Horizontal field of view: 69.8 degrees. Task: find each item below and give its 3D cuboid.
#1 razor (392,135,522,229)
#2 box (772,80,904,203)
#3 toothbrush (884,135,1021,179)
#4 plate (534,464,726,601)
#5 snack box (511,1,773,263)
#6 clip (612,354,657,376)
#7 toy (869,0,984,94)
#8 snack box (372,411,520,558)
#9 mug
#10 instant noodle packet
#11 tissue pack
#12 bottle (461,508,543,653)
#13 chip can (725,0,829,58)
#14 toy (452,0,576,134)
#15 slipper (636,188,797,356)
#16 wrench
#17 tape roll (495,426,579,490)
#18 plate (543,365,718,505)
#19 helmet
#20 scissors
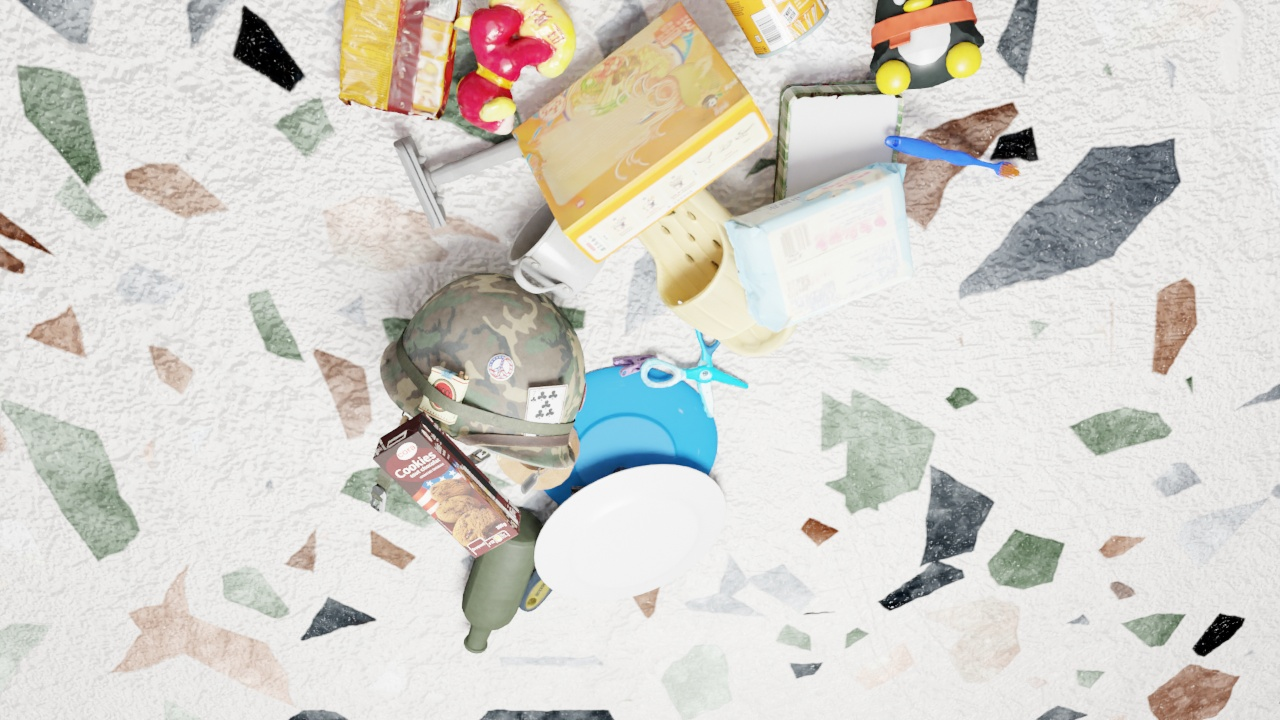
[{"bbox_3d":[-0.165,-0.188,0.884,0.116,0.047,0.088,-21,120,-2],"label":"razor"},{"bbox_3d":[0.192,-0.174,0.920,0.117,0.050,0.206,-3,120,-1],"label":"box"},{"bbox_3d":[0.310,-0.200,0.903,0.182,0.018,0.016,4,114,-30],"label":"toothbrush"},{"bbox_3d":[-0.007,0.218,1.106,0.242,0.016,0.243,-11,132,-13],"label":"plate"},{"bbox_3d":[0.001,-0.201,0.827,0.195,0.145,0.080,-35,147,11],"label":"snack box"},{"bbox_3d":[-0.010,0.002,1.022,0.050,0.046,0.014,-33,134,-39],"label":"clip"},{"bbox_3d":[0.253,-0.304,0.825,0.098,0.099,0.119,-9,98,21],"label":"toy"},{"bbox_3d":[-0.172,0.114,0.830,0.051,0.031,0.141,-30,118,15],"label":"snack box"},{"bbox_3d":[-0.083,-0.101,0.900,0.070,0.113,0.085,37,136,-26],"label":"mug"},{"bbox_3d":[-0.215,-0.287,0.821,0.098,0.039,0.136,10,120,-12],"label":"instant noodle packet"},{"bbox_3d":[0.177,-0.110,0.873,0.181,0.070,0.112,-22,113,-11],"label":"tissue pack"},{"bbox_3d":[-0.179,0.279,1.134,0.071,0.071,0.207,15,118,-13],"label":"bottle"},{"bbox_3d":[0.077,-0.371,0.779,0.075,0.075,0.215,-32,118,12],"label":"chip can"},{"bbox_3d":[-0.121,-0.274,0.825,0.105,0.067,0.137,27,109,-28],"label":"toy"},{"bbox_3d":[0.062,-0.092,0.918,0.112,0.079,0.261,-26,115,35],"label":"slipper"},{"bbox_3d":[-0.085,0.222,1.123,0.073,0.022,0.274,21,122,-19],"label":"wrench"},{"bbox_3d":[-0.118,0.100,1.046,0.094,0.027,0.094,4,114,10],"label":"tape roll"},{"bbox_3d":[-0.019,0.109,1.076,0.224,0.024,0.225,-2,120,-4],"label":"plate"},{"bbox_3d":[-0.157,0.038,0.920,0.237,0.192,0.224,-46,72,17],"label":"helmet"},{"bbox_3d":[0.070,0.002,1.026,0.134,0.012,0.134,18,108,-21],"label":"scissors"}]
